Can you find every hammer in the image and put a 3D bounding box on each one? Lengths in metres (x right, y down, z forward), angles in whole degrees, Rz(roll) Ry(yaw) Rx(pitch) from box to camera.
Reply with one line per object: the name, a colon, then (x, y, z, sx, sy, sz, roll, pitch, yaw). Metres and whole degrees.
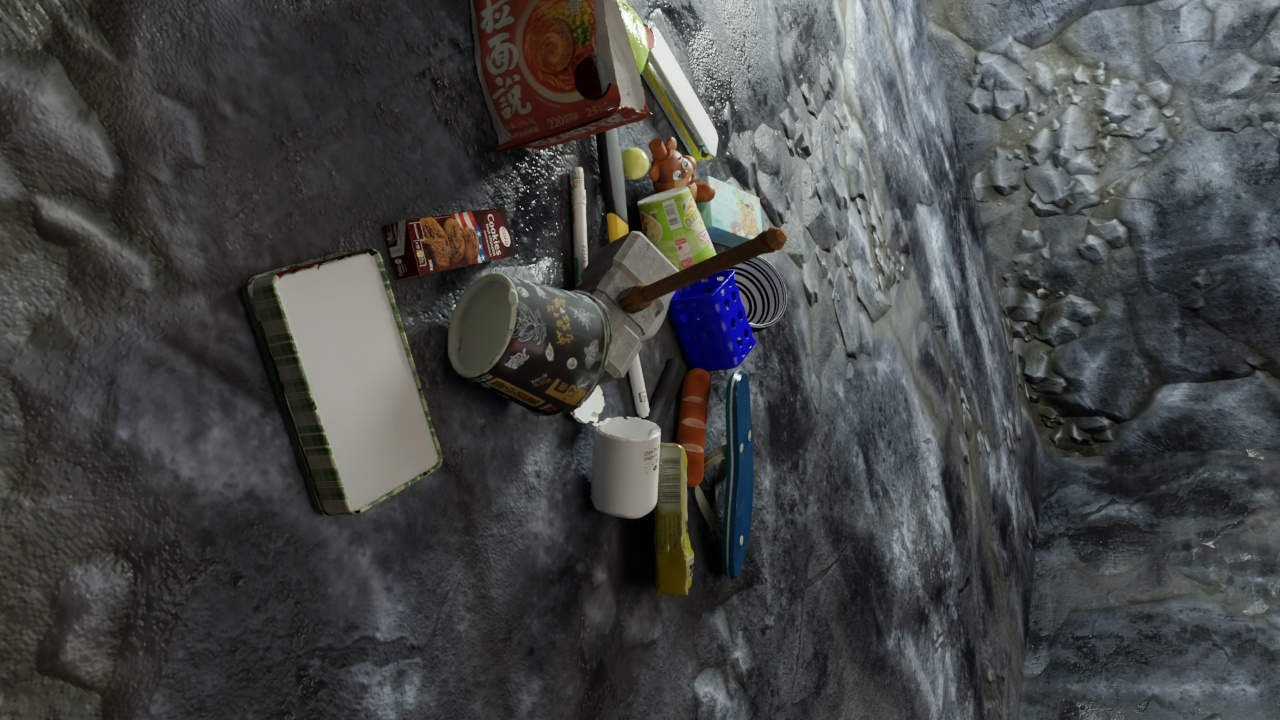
hammer: (-0.029, -0.178, 1.133, 0.126, 0.029, 0.323, -1, 81, -41)
hammer: (0.034, -0.079, 0.932, 0.083, 0.319, 0.162, 43, 58, -20)

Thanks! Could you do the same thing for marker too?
marker: (-0.072, -0.157, 1.087, 0.017, 0.017, 0.145, 8, 77, -56)
marker: (-0.007, 0.007, 1.153, 0.020, 0.017, 0.133, -15, 97, -32)

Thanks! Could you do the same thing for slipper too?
slipper: (0.119, 0.156, 1.276, 0.118, 0.060, 0.295, -27, 119, -63)

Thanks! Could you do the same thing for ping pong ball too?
ping pong ball: (-0.009, -0.254, 1.184, 0.040, 0.040, 0.040, 17, 70, -55)

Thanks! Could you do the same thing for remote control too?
remote control: (0.029, 0.056, 1.202, 0.033, 0.015, 0.146, 57, 40, -33)

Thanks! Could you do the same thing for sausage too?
sausage: (0.070, 0.090, 1.232, 0.039, 0.045, 0.164, 13, 69, -16)

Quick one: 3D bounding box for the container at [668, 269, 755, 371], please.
container: (0.097, -0.053, 1.267, 0.084, 0.085, 0.114, -47, 124, -48)

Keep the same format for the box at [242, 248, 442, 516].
box: (-0.243, 0.016, 0.760, 0.117, 0.051, 0.205, -32, 110, -52)

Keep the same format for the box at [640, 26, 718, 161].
box: (0.054, -0.377, 1.311, 0.210, 0.037, 0.064, 51, 42, -39)

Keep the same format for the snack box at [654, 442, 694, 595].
snack box: (0.042, 0.191, 1.123, 0.121, 0.045, 0.180, 63, 25, -79)

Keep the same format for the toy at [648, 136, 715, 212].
toy: (0.049, -0.247, 1.235, 0.094, 0.065, 0.128, -61, 147, -19)

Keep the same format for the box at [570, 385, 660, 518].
box: (-0.036, 0.093, 1.050, 0.084, 0.126, 0.156, -18, 119, -53)

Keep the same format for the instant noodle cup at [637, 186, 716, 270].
instant noodle cup: (0.045, -0.164, 1.193, 0.098, 0.099, 0.108, -39, 117, -53)

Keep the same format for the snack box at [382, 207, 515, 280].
snack box: (-0.183, -0.116, 0.894, 0.140, 0.032, 0.051, -23, 103, -56)

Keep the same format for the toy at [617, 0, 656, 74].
toy: (-0.059, -0.365, 1.083, 0.150, 0.107, 0.196, 40, 39, -19)

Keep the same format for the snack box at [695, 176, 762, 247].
snack box: (0.123, -0.218, 1.370, 0.174, 0.053, 0.075, 5, 79, -58)

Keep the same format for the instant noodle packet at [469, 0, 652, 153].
instant noodle packet: (-0.094, -0.343, 0.957, 0.083, 0.165, 0.221, -22, 103, -54)

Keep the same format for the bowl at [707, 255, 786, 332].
bowl: (0.148, -0.093, 1.357, 0.120, 0.067, 0.120, 9, 67, -22)

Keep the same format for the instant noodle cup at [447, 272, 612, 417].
instant noodle cup: (-0.116, -0.019, 0.899, 0.112, 0.138, 0.137, 20, 66, -43)
